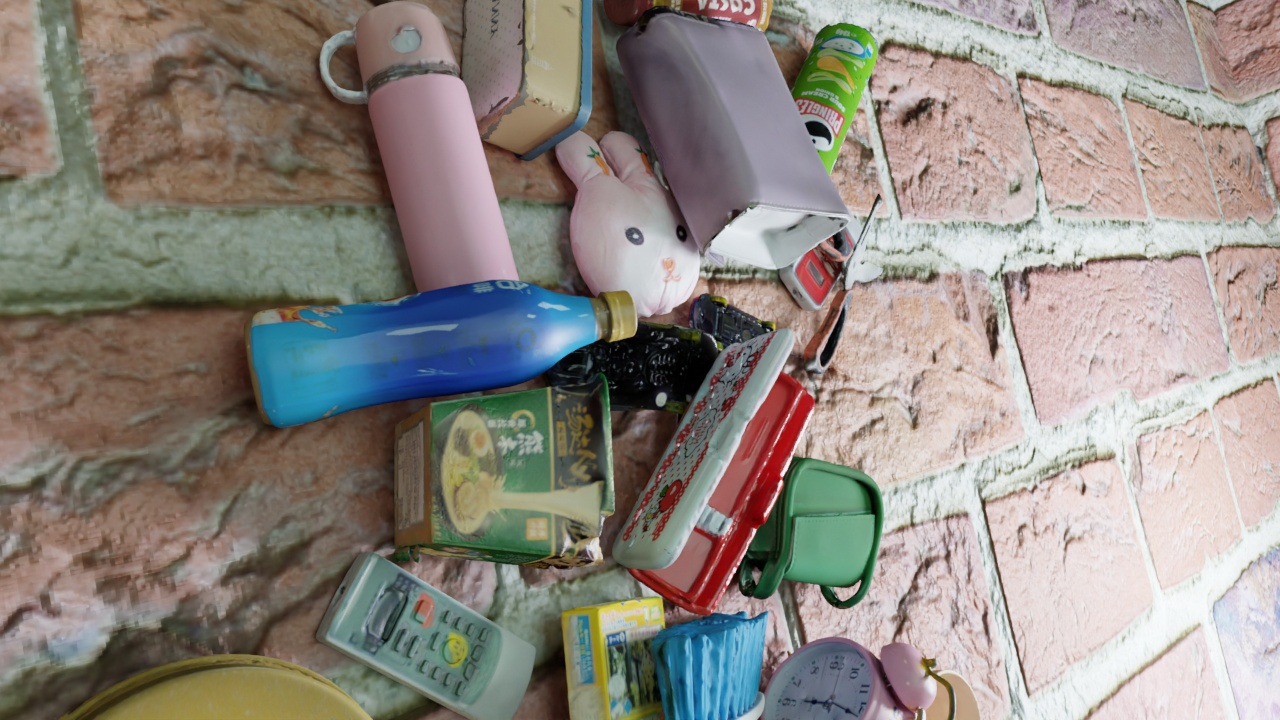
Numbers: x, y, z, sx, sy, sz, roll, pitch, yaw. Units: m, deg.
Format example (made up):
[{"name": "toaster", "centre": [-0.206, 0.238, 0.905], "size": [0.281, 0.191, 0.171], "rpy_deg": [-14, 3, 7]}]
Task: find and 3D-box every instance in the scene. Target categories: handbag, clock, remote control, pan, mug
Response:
[{"name": "handbag", "centre": [0.135, 0.141, 0.757], "size": [0.131, 0.068, 0.120], "rpy_deg": [18, 73, -38]}, {"name": "clock", "centre": [0.159, 0.262, 0.674], "size": [0.060, 0.159, 0.117], "rpy_deg": [49, 50, -23]}, {"name": "remote control", "centre": [-0.123, 0.169, 0.547], "size": [0.135, 0.019, 0.056], "rpy_deg": [40, 54, -26]}, {"name": "pan", "centre": [-0.146, 0.266, 0.483], "size": [0.357, 0.078, 0.197], "rpy_deg": [17, 69, -30]}, {"name": "handbag", "centre": [0.068, -0.178, 0.744], "size": [0.144, 0.099, 0.197], "rpy_deg": [1, 62, -51]}, {"name": "mug", "centre": [0.217, 0.290, 0.751], "size": [0.114, 0.106, 0.081], "rpy_deg": [-4, 80, -42]}, {"name": "remote control", "centre": [0.178, -0.105, 0.892], "size": [0.056, 0.020, 0.135], "rpy_deg": [51, 51, -17]}]

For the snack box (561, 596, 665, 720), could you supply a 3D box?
[{"name": "snack box", "centre": [-0.011, 0.230, 0.603], "size": [0.086, 0.034, 0.140], "rpy_deg": [13, 69, -59]}]

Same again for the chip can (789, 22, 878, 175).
[{"name": "chip can", "centre": [0.169, -0.235, 0.888], "size": [0.072, 0.072, 0.235], "rpy_deg": [43, 53, -24]}]

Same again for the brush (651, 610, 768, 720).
[{"name": "brush", "centre": [0.022, 0.223, 0.560], "size": [0.314, 0.061, 0.109], "rpy_deg": [19, 66, -65]}]

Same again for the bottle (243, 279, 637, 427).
[{"name": "bottle", "centre": [-0.108, -0.011, 0.531], "size": [0.218, 0.065, 0.065], "rpy_deg": [-9, 83, -18]}]

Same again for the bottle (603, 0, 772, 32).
[{"name": "bottle", "centre": [0.043, -0.314, 0.809], "size": [0.174, 0.058, 0.057], "rpy_deg": [-17, 89, -43]}]

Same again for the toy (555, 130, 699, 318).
[{"name": "toy", "centre": [-0.012, -0.109, 0.708], "size": [0.121, 0.054, 0.159], "rpy_deg": [-14, 79, -44]}]

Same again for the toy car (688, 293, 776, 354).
[{"name": "toy car", "centre": [0.077, -0.020, 0.770], "size": [0.106, 0.031, 0.049], "rpy_deg": [24, 62, -38]}]

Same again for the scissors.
[{"name": "scissors", "centre": [0.194, -0.079, 0.873], "size": [0.222, 0.015, 0.189], "rpy_deg": [7, 92, -58]}]

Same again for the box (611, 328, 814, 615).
[{"name": "box", "centre": [0.065, 0.075, 0.659], "size": [0.095, 0.102, 0.201], "rpy_deg": [33, 67, -3]}]

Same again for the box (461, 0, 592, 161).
[{"name": "box", "centre": [-0.082, -0.232, 0.656], "size": [0.061, 0.090, 0.184], "rpy_deg": [10, 73, -40]}]

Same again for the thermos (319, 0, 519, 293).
[{"name": "thermos", "centre": [-0.142, -0.126, 0.592], "size": [0.087, 0.067, 0.198], "rpy_deg": [-16, 89, -14]}]

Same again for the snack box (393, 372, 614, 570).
[{"name": "snack box", "centre": [-0.089, 0.068, 0.553], "size": [0.105, 0.118, 0.117], "rpy_deg": [5, 74, -30]}]

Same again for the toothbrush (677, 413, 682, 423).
[{"name": "toothbrush", "centre": [0.033, 0.079, 0.717], "size": [0.017, 0.012, 0.185], "rpy_deg": [27, 61, -40]}]

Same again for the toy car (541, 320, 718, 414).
[{"name": "toy car", "centre": [-0.004, 0.004, 0.679], "size": [0.158, 0.042, 0.070], "rpy_deg": [7, 97, -40]}]
